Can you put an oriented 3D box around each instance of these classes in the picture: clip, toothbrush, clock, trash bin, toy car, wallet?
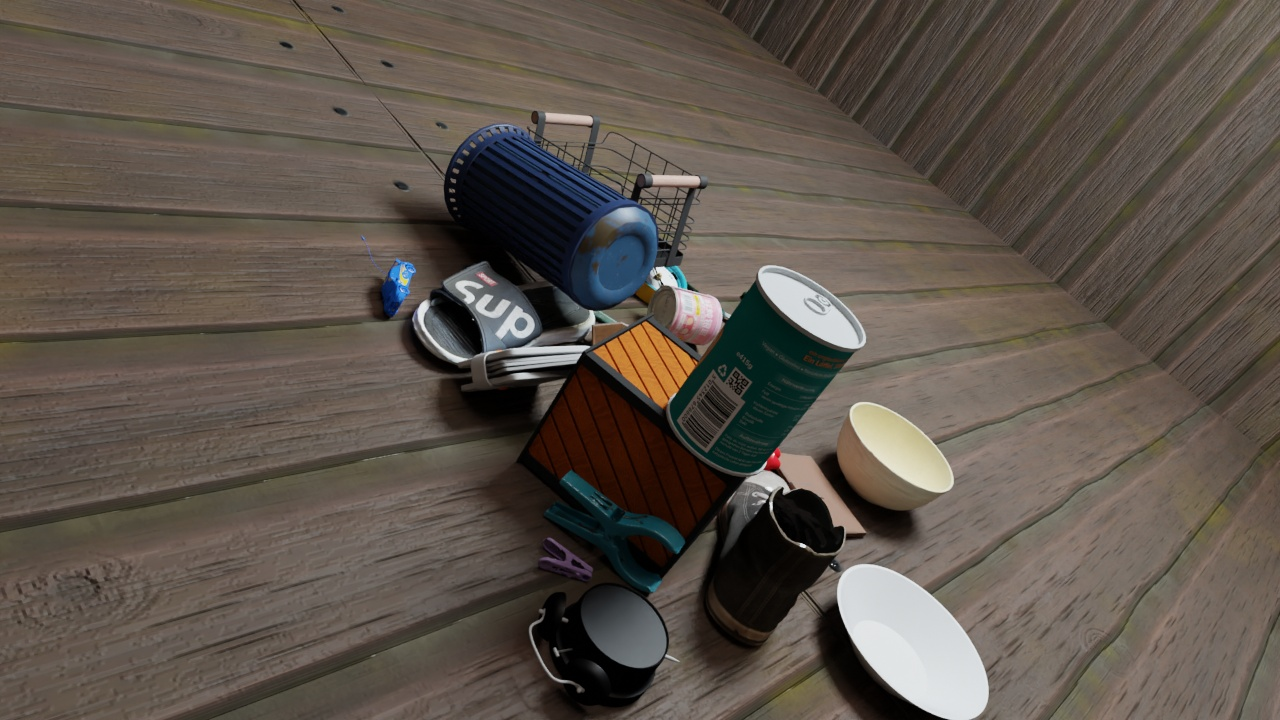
[{"bbox_3d":[-0.028,0.165,0.810,0.130,0.120,0.030,16,28,17],"label":"clip"},{"bbox_3d":[-0.006,-0.032,1.134,0.190,0.017,0.016,32,30,-3],"label":"toothbrush"},{"bbox_3d":[-0.031,0.217,0.705,0.120,0.043,0.091,5,40,-41],"label":"clock"},{"bbox_3d":[0.013,0.076,0.862,0.172,0.140,0.139,39,30,11],"label":"trash bin"},{"bbox_3d":[0.014,-0.122,1.264,0.098,0.044,0.129,-9,58,-44],"label":"clock"},{"bbox_3d":[-0.267,-0.089,0.941,0.062,0.033,0.091,29,28,-22],"label":"toy car"},{"bbox_3d":[-0.100,-0.164,1.056,0.139,0.139,0.249,-4,32,-47],"label":"trash bin"},{"bbox_3d":[0.203,0.155,1.062,0.087,0.013,0.121,11,36,-42],"label":"wallet"},{"bbox_3d":[-0.101,0.006,0.889,0.118,0.116,0.037,-4,84,-48],"label":"wallet"},{"bbox_3d":[-0.063,0.170,0.777,0.050,0.013,0.029,28,30,-14],"label":"clip"}]

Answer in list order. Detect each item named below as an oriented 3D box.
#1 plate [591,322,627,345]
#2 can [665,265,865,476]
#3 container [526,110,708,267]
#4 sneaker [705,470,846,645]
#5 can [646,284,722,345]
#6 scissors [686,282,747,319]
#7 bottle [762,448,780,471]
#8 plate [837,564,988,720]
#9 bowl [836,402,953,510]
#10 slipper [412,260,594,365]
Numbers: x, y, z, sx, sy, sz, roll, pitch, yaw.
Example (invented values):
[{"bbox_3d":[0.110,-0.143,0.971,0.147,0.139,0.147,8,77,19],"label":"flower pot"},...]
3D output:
[{"bbox_3d":[-0.006,0.006,1.067,0.131,0.025,0.131,24,30,-16],"label":"plate"},{"bbox_3d":[0.099,0.010,0.750,0.099,0.144,0.099,24,30,-15],"label":"can"},{"bbox_3d":[-0.045,-0.224,1.209,0.162,0.130,0.241,-9,36,-42],"label":"container"},{"bbox_3d":[0.134,0.155,0.887,0.095,0.120,0.234,35,26,3],"label":"sneaker"},{"bbox_3d":[0.057,-0.058,1.184,0.076,0.067,0.067,12,36,-32],"label":"can"},{"bbox_3d":[0.130,-0.082,1.350,0.202,0.015,0.205,37,28,9],"label":"scissors"},{"bbox_3d":[0.090,0.088,1.023,0.141,0.042,0.041,27,30,-11],"label":"bottle"},{"bbox_3d":[0.255,0.282,0.898,0.174,0.036,0.173,24,30,-16],"label":"plate"},{"bbox_3d":[0.300,0.130,1.133,0.150,0.075,0.150,25,29,-16],"label":"bowl"},{"bbox_3d":[-0.139,-0.058,0.999,0.111,0.063,0.263,45,29,21],"label":"slipper"}]
